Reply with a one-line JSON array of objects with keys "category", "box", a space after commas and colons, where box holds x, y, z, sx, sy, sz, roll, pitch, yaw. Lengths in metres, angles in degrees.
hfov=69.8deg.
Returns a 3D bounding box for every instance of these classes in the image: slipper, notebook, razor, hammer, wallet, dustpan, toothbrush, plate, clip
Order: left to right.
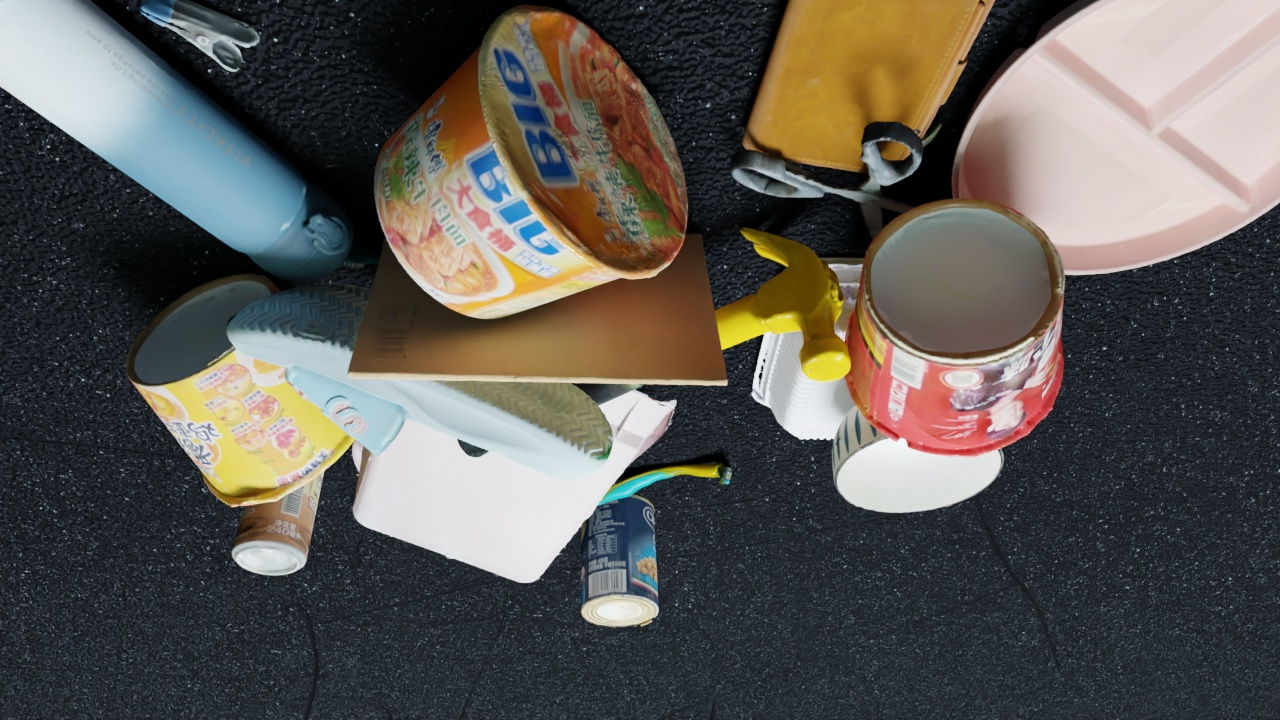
[{"category": "clip", "box": [-0.232, -0.176, 0.482, 0.056, 0.024, 0.027, 23, 139, -38]}, {"category": "slipper", "box": [-0.136, 0.021, 0.583, 0.245, 0.103, 0.074, 24, 114, -4]}, {"category": "toothbrush", "box": [-0.128, -0.053, 0.650, 0.191, 0.016, 0.018, 15, 149, -20]}, {"category": "dustpan", "box": [-0.135, 0.070, 0.789, 0.222, 0.138, 0.274, 27, 109, -16]}, {"category": "notebook", "box": [-0.060, -0.038, 0.563, 0.211, 0.149, 0.012, 1, 131, -5]}, {"category": "hammer", "box": [-0.004, 0.004, 0.631, 0.301, 0.128, 0.033, -24, 137, 24]}, {"category": "razor", "box": [0.019, 0.115, 0.863, 0.133, 0.028, 0.043, -13, 172, 10]}, {"category": "wallet", "box": [0.130, -0.160, 0.505, 0.119, 0.035, 0.131, 5, 143, -9]}, {"category": "plate", "box": [0.302, -0.138, 0.548, 0.229, 0.028, 0.230, -1, 143, -1]}]

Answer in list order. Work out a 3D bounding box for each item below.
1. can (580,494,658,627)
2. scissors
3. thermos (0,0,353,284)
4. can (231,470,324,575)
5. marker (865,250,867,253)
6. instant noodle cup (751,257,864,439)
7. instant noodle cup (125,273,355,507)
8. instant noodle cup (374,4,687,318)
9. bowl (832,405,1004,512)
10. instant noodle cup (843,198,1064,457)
[{"category": "can", "box": [-0.022, 0.196, 0.898, 0.075, 0.111, 0.075, -1, 142, -1]}, {"category": "scissors", "box": [0.139, -0.102, 0.553, 0.181, 0.014, 0.160, 10, 170, -12]}, {"category": "thermos", "box": [-0.258, -0.123, 0.514, 0.070, 0.070, 0.220, -23, 138, 25]}, {"category": "can", "box": [-0.305, 0.119, 0.782, 0.058, 0.116, 0.059, -2, 142, -2]}, {"category": "marker", "box": [0.217, -0.071, 0.637, 0.124, 0.015, 0.018, -1, 180, -6]}, {"category": "instant noodle cup", "box": [0.163, 0.002, 0.698, 0.138, 0.060, 0.174, 1, 141, -3]}, {"category": "instant noodle cup", "box": [-0.275, 0.014, 0.641, 0.138, 0.137, 0.110, -12, 133, 13]}, {"category": "instant noodle cup", "box": [-0.063, -0.096, 0.499, 0.112, 0.151, 0.151, -22, 139, 36]}, {"category": "bowl", "box": [0.195, 0.055, 0.665, 0.116, 0.066, 0.117, 0, 142, 0]}, {"category": "instant noodle cup", "box": [0.190, -0.022, 0.553, 0.138, 0.137, 0.108, -10, 154, 10]}]
